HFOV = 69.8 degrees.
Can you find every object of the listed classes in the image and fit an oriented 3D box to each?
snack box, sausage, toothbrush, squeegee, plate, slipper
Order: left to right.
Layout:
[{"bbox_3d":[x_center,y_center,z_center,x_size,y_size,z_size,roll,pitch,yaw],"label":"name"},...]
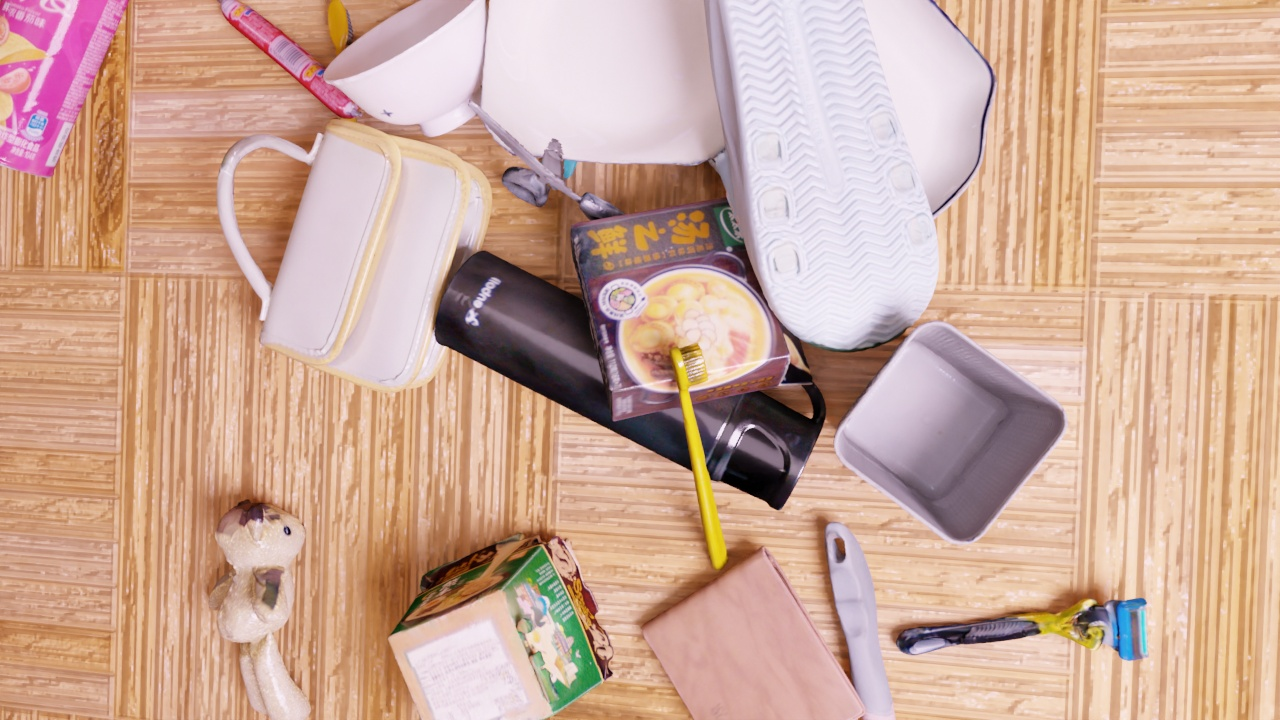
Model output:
[{"bbox_3d":[-0.243,-0.211,0.634,0.156,0.020,0.020,40,97,17],"label":"sausage"},{"bbox_3d":[-0.200,-0.154,0.639,0.016,0.018,0.191,-6,92,12],"label":"toothbrush"},{"bbox_3d":[-0.093,0.180,0.574,0.118,0.105,0.118,-25,85,10],"label":"snack box"},{"bbox_3d":[-0.011,-0.199,0.557,0.164,0.034,0.163,7,92,11],"label":"plate"},{"bbox_3d":[0.031,-0.033,0.542,0.125,0.053,0.113,-12,65,-6],"label":"snack box"},{"bbox_3d":[0.038,0.062,0.532,0.016,0.190,0.015,-16,43,-4],"label":"toothbrush"},{"bbox_3d":[0.095,-0.187,0.573,0.162,0.034,0.265,-41,84,9],"label":"plate"},{"bbox_3d":[0.088,-0.121,0.509,0.104,0.074,0.245,-18,98,-14],"label":"slipper"},{"bbox_3d":[0.145,0.223,0.563,0.248,0.040,0.249,-13,80,30],"label":"squeegee"}]

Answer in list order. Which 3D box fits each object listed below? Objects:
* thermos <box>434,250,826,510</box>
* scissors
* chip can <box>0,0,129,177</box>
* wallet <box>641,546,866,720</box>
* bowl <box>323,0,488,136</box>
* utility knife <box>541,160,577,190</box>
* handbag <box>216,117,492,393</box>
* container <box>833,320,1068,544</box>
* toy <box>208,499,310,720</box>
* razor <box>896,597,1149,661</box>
[{"bbox_3d":[-0.003,0.003,0.582,0.242,0.068,0.089,26,71,8],"label":"thermos"},{"bbox_3d":[-0.051,-0.108,0.543,0.159,0.175,0.014,18,82,52],"label":"scissors"},{"bbox_3d":[-0.413,-0.239,0.648,0.071,0.071,0.210,29,96,9],"label":"chip can"},{"bbox_3d":[0.068,0.191,0.573,0.101,0.020,0.115,-38,71,16],"label":"wallet"},{"bbox_3d":[-0.136,-0.186,0.594,0.118,0.118,0.065,-25,125,10],"label":"bowl"},{"bbox_3d":[-0.033,-0.188,0.607,0.029,0.013,0.157,20,94,11],"label":"utility knife"},{"bbox_3d":[-0.203,-0.076,0.605,0.179,0.063,0.163,18,93,2],"label":"handbag"},{"bbox_3d":[0.166,0.037,0.520,0.090,0.114,0.090,38,96,8],"label":"container"},{"bbox_3d":[-0.257,0.174,0.633,0.105,0.066,0.157,-3,95,52],"label":"toy"},{"bbox_3d":[0.228,0.165,0.557,0.143,0.022,0.043,-10,110,16],"label":"razor"}]
